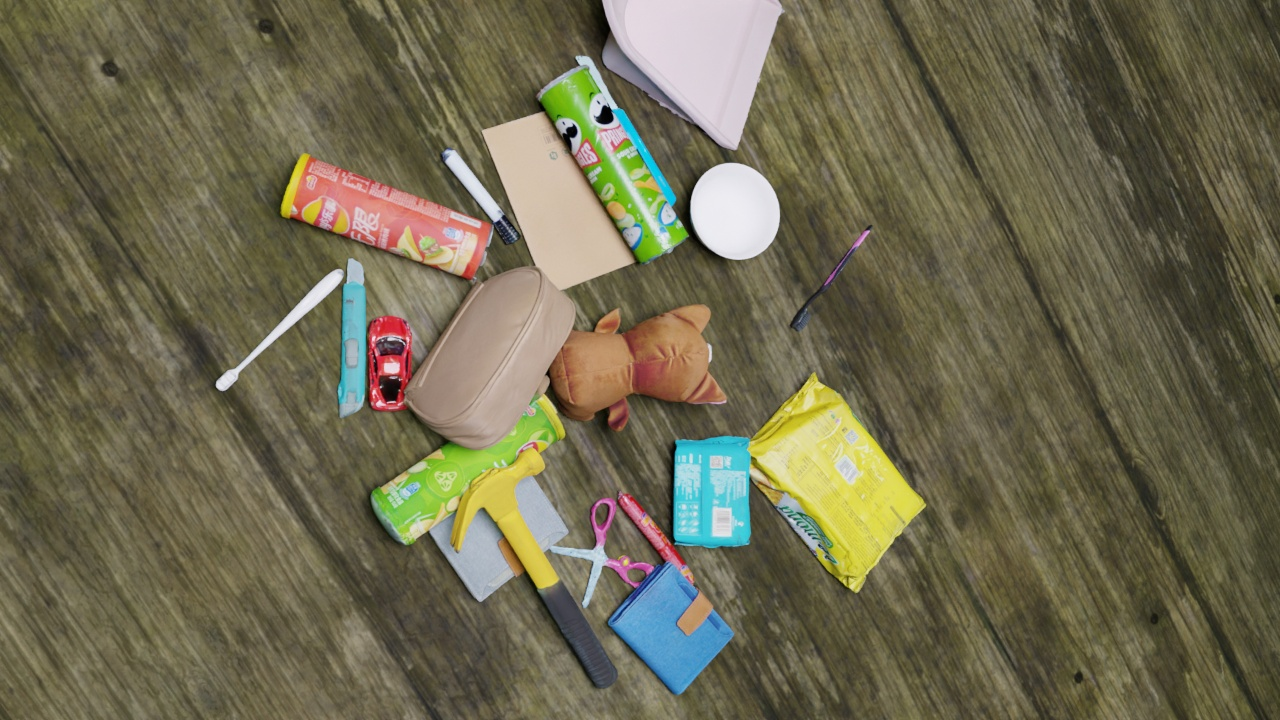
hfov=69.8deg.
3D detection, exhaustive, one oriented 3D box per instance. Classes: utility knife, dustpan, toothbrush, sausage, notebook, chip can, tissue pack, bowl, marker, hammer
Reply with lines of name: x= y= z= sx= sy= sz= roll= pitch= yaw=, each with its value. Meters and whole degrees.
utility knife: x=-0.317 y=-0.025 z=1.009 sx=0.029 sy=0.013 sz=0.176 roll=1 pitch=86 yaw=-20
dustpan: x=0.064 y=-0.414 z=1.101 sx=0.273 sy=0.139 sz=0.222 roll=18 pitch=80 yaw=-17
toothbrush: x=0.257 y=-0.111 z=1.216 sx=0.018 sy=0.014 sz=0.189 roll=46 pitch=73 yaw=-22
sausage: x=0.021 y=0.217 z=1.110 sx=0.020 sy=0.020 sz=0.156 roll=-40 pitch=100 yaw=-17
notebook: x=-0.085 y=-0.199 z=1.104 sx=0.147 sy=0.008 sz=0.207 roll=-23 pitch=95 yaw=-19
chip can: x=-0.190 y=0.116 z=1.014 sx=0.221 sy=0.073 sz=0.072 roll=-35 pitch=98 yaw=-18
chip can: x=-0.273 y=-0.155 z=1.003 sx=0.216 sy=0.073 sz=0.073 roll=18 pitch=81 yaw=-18
chip can: x=-0.030 y=-0.227 z=1.083 sx=0.072 sy=0.072 sz=0.236 roll=-35 pitch=98 yaw=-18
tissue pack: x=0.086 y=0.157 z=1.105 sx=0.093 sy=0.050 sz=0.133 roll=0 pitch=88 yaw=11
utility knife: x=-0.019 y=-0.278 z=1.128 sx=0.034 sy=0.018 sz=0.218 roll=-32 pitch=96 yaw=-18
toothbrush: x=-0.385 y=-0.035 z=0.984 sx=0.016 sy=0.016 sz=0.179 roll=46 pitch=74 yaw=-14
bowl: x=0.105 y=-0.179 z=1.140 sx=0.118 sy=0.065 sz=0.118 roll=1 pitch=87 yaw=-20
marker: x=-0.186 y=-0.189 z=1.064 sx=0.022 sy=0.018 sz=0.131 roll=-40 pitch=100 yaw=-8
hammer: x=-0.104 y=0.248 z=1.022 sx=0.128 sy=0.033 sz=0.301 roll=-33 pitch=111 yaw=-16

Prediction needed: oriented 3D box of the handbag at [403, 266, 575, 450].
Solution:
handbag: x=-0.159 y=-0.001 z=0.992 sx=0.100 sy=0.148 sz=0.204 roll=49 pitch=62 yaw=-41

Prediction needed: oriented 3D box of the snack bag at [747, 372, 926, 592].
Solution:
snack bag: x=0.249 y=0.152 z=1.169 sx=0.157 sy=0.068 sz=0.246 roll=-43 pitch=99 yaw=-17

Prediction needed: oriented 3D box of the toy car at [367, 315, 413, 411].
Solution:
toy car: x=-0.277 y=0.003 z=1.014 sx=0.049 sy=0.031 sz=0.106 roll=1 pitch=84 yaw=-20

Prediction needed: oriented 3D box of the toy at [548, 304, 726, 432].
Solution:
toy: x=-0.006 y=0.006 z=1.065 sx=0.199 sy=0.130 sz=0.140 roll=-12 pitch=93 yaw=2

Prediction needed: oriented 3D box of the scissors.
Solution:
scissors: x=-0.044 y=0.230 z=1.089 sx=0.133 sy=0.017 sz=0.134 roll=14 pitch=85 yaw=-15

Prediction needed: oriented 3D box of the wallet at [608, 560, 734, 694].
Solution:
wallet: x=0.039 y=0.319 z=1.096 sx=0.106 sy=0.040 sz=0.133 roll=-44 pitch=109 yaw=-15

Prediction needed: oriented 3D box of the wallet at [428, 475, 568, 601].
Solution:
wallet: x=-0.158 y=0.195 z=1.040 sx=0.129 sy=0.037 sz=0.106 roll=-35 pitch=97 yaw=-18
